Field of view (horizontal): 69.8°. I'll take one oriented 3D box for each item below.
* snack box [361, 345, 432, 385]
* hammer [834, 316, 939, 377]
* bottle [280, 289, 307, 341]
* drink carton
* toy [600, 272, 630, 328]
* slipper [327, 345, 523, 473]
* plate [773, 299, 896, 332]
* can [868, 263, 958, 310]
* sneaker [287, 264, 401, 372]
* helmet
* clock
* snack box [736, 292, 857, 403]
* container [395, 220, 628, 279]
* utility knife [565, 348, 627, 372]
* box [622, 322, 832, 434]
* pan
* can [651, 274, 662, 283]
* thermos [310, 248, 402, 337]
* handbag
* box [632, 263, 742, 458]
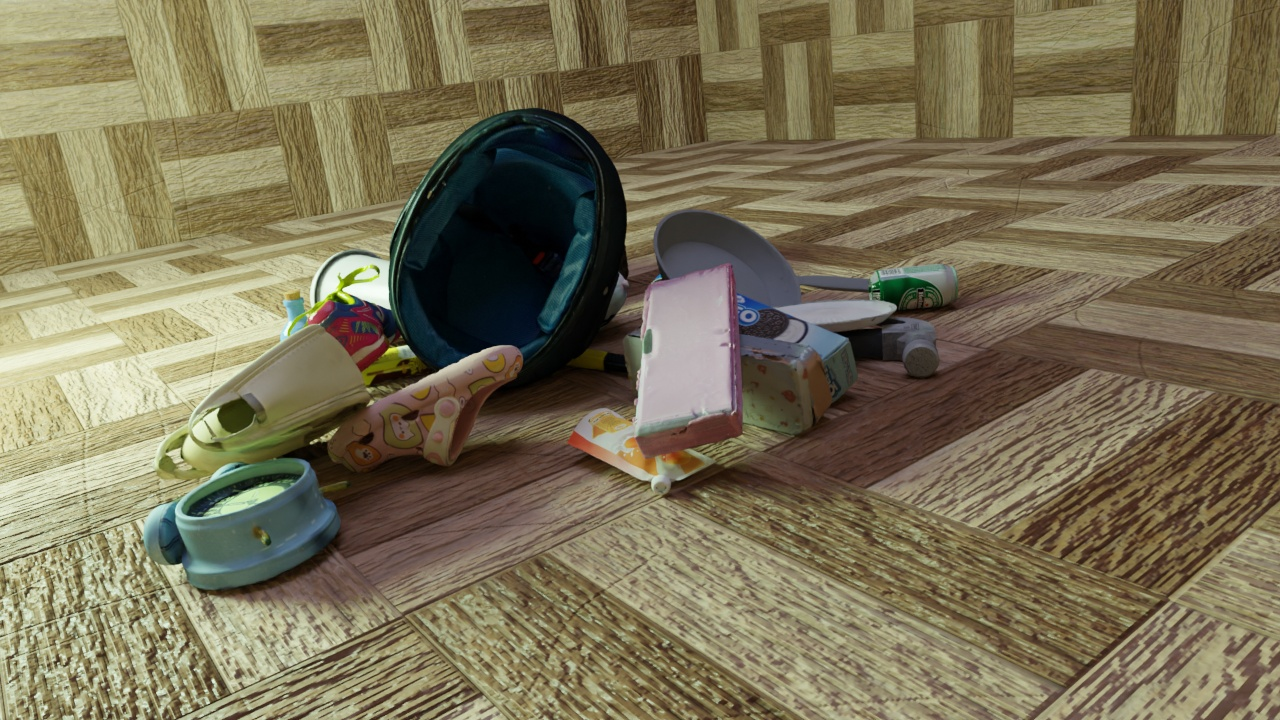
[{"bbox_3d":[-0.282,-0.001,1.140,0.148,0.026,0.061,-12,19,-15],"label":"snack box"},{"bbox_3d":[0.159,-0.014,1.006,0.313,0.035,0.139,-2,17,15],"label":"hammer"},{"bbox_3d":[-0.386,-0.016,1.054,0.048,0.131,0.048,-6,18,2],"label":"bottle"},{"bbox_3d":[0.000,0.079,0.787,0.069,0.039,0.122,-21,29,-38],"label":"drink carton"},{"bbox_3d":[-0.099,-0.071,1.189,0.179,0.101,0.139,-35,16,-23],"label":"toy"},{"bbox_3d":[-0.187,0.057,0.845,0.197,0.081,0.093,-29,-2,1],"label":"slipper"},{"bbox_3d":[0.206,-0.050,1.027,0.157,0.014,0.157,-6,12,1],"label":"plate"},{"bbox_3d":[0.336,-0.090,1.136,0.101,0.053,0.053,-5,18,7],"label":"can"},{"bbox_3d":[-0.316,-0.045,1.023,0.116,0.091,0.242,-41,12,-3],"label":"sneaker"},{"bbox_3d":[-0.139,-0.125,1.011,0.249,0.317,0.235,27,17,-2],"label":"helmet"},{"bbox_3d":[-0.313,0.124,0.715,0.162,0.060,0.117,-4,19,23],"label":"clock"},{"bbox_3d":[0.117,-0.023,0.938,0.059,0.059,0.226,-38,39,-18],"label":"snack box"},{"bbox_3d":[-0.196,-0.163,1.377,0.321,0.176,0.204,-4,22,8],"label":"container"},{"bbox_3d":[-0.006,0.006,1.024,0.214,0.020,0.028,7,24,41],"label":"utility knife"},{"bbox_3d":[0.078,0.011,0.879,0.217,0.081,0.062,11,41,42],"label":"box"},{"bbox_3d":[0.174,-0.101,1.158,0.356,0.051,0.200,7,48,-25],"label":"pan"},{"bbox_3d":[0.081,-0.092,1.195,0.079,0.079,0.145,10,24,41],"label":"can"},{"bbox_3d":[-0.334,-0.081,1.226,0.222,0.131,0.131,8,23,41],"label":"thermos"},{"bbox_3d":[-0.327,0.047,0.822,0.190,0.088,0.233,-38,8,-37],"label":"handbag"},{"bbox_3d":[0.045,-0.009,0.820,0.098,0.037,0.232,-15,34,17],"label":"box"}]
